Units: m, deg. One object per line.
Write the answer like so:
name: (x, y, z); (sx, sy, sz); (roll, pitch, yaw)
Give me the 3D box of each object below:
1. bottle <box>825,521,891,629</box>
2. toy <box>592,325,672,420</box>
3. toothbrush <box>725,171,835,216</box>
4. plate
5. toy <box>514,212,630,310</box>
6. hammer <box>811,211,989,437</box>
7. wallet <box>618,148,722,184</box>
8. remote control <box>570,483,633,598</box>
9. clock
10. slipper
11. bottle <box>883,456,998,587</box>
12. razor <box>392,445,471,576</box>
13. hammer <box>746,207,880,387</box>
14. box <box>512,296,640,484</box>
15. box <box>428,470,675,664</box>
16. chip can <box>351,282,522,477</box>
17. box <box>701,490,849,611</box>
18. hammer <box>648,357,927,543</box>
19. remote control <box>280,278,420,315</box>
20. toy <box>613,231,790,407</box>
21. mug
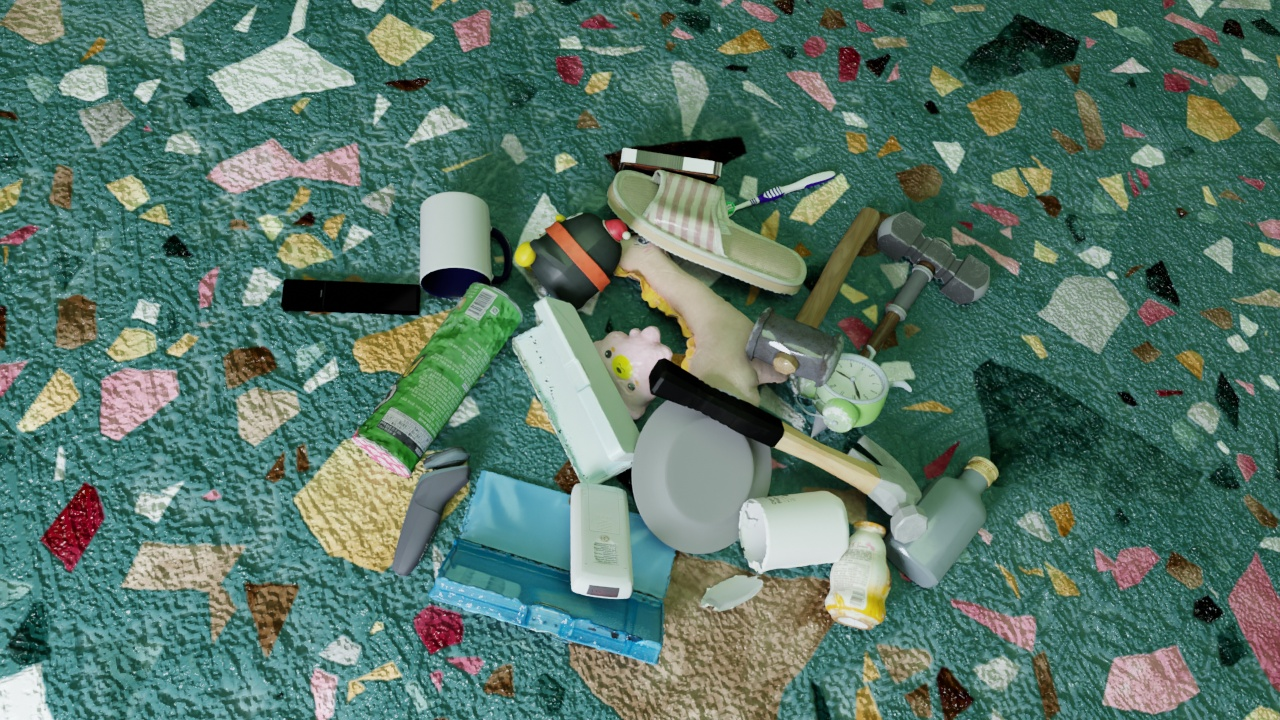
bottle: (0.236, 0.227, 0.979); (0.063, 0.063, 0.108); (18, 67, -1)
toy: (-0.006, 0.006, 1.029); (0.102, 0.093, 0.050); (58, 28, 11)
toothbrush: (0.173, -0.215, 1.179); (0.186, 0.016, 0.015); (-21, 72, -16)
plate: (0.071, 0.117, 0.979); (0.178, 0.012, 0.178); (0, 89, -29)
toy: (-0.070, -0.123, 1.051); (0.119, 0.097, 0.099); (-42, 89, 1)
hammer: (0.291, -0.031, 1.112); (0.156, 0.043, 0.321); (36, 69, 7)
wallet: (0.036, -0.241, 1.139); (0.123, 0.072, 0.019); (8, 90, -5)
remote control: (-0.040, 0.181, 0.934); (0.060, 0.025, 0.138); (10, 38, -12)
clock: (0.228, 0.035, 1.024); (0.119, 0.043, 0.094); (-15, 46, -22)
slipper: (0.087, -0.163, 1.102); (0.263, 0.052, 0.114); (25, 43, -6)
bottle: (0.344, 0.173, 1.029); (0.072, 0.046, 0.161); (43, 68, 9)
razor: (-0.218, 0.154, 0.950); (0.052, 0.047, 0.142); (19, 70, 1)
hammer: (0.223, -0.092, 1.079); (0.098, 0.052, 0.327); (23, 47, 14)
box: (-0.077, 0.039, 1.006); (0.096, 0.085, 0.198); (-34, 71, 22)
box: (-0.081, 0.216, 0.943); (0.232, 0.066, 0.172); (17, 38, -1)
chip can: (-0.214, 0.015, 0.990); (0.075, 0.076, 0.222); (31, 65, 4)
box: (0.139, 0.201, 0.964); (0.159, 0.084, 0.118); (-1, 94, -18)
hammer: (0.156, 0.084, 0.970); (0.328, 0.039, 0.131); (26, 25, -16)
remote control: (-0.327, -0.072, 1.040); (0.150, 0.013, 0.034); (2, 67, -9)
toy: (0.047, -0.039, 1.061); (0.264, 0.065, 0.195); (40, 62, 10)
mug: (-0.198, -0.128, 1.057); (0.111, 0.079, 0.096); (12, 63, -35)
